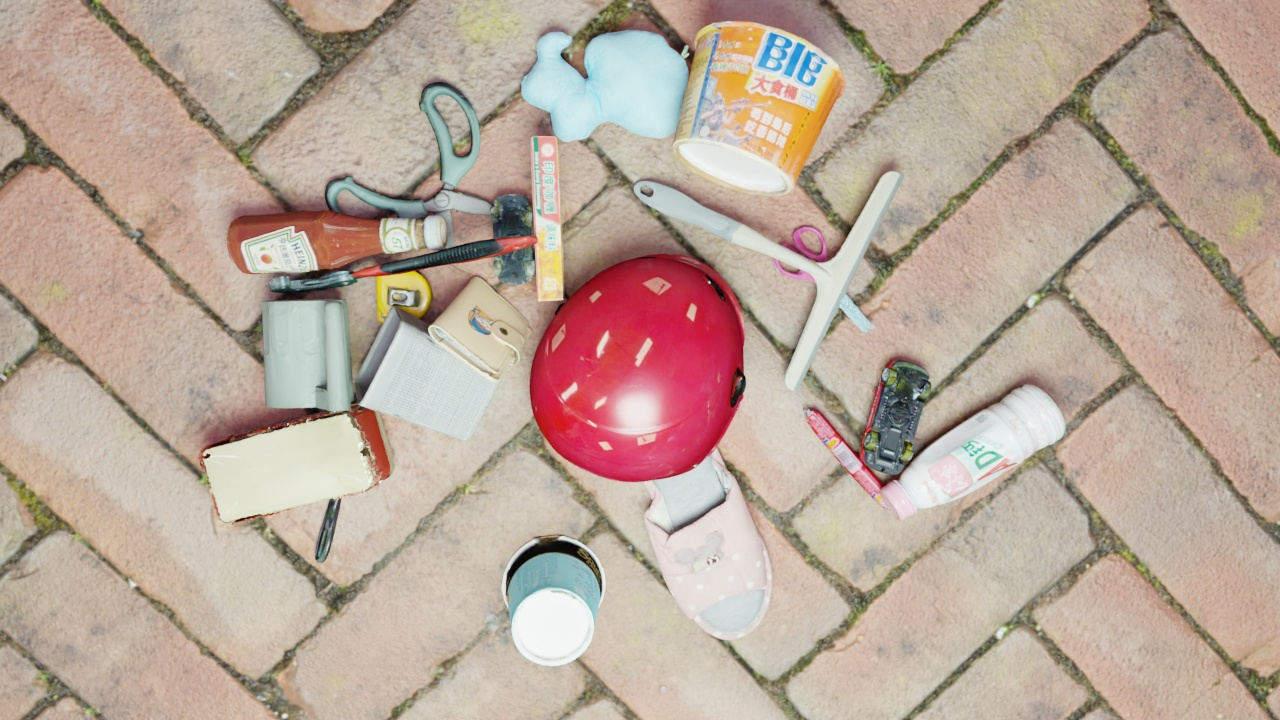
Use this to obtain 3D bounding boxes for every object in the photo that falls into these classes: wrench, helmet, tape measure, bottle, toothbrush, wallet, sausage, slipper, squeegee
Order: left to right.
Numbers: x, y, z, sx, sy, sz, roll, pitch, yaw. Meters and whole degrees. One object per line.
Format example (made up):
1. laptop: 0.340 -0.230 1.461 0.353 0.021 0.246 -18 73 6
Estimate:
1. toothbrush: -0.313 0.127 0.955 0.015 0.018 0.181 16 97 -8
2. bottle: -0.293 -0.118 0.895 0.206 0.059 0.060 -3 97 3
3. tape measure: -0.241 -0.066 0.930 0.057 0.029 0.060 0 97 -4
4. wrench: -0.229 -0.092 0.885 0.274 0.056 0.016 -9 89 11
5. wallet: -0.151 -0.030 0.900 0.087 0.115 0.024 42 117 -11
6. helmet: -0.005 0.005 0.877 0.207 0.144 0.240 24 93 11
7. slipper: 0.063 0.169 0.964 0.114 0.054 0.274 -20 96 -1
8. squeegee: 0.105 -0.126 0.929 0.246 0.039 0.246 25 98 -1
9. sausage: 0.225 0.107 0.984 0.020 0.020 0.156 -42 98 2
10. bottle: 0.344 0.100 0.964 0.197 0.068 0.068 -31 98 -1

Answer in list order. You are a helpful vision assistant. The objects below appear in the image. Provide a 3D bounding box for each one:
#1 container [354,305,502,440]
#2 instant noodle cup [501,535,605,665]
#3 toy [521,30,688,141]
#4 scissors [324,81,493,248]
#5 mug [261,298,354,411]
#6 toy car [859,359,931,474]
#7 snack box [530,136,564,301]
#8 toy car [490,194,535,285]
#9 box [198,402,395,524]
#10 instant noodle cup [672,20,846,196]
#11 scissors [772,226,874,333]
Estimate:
1. container: -0.206 0.016 0.902 0.114 0.090 0.090 26 96 -24
2. instant noodle cup: -0.089 0.247 0.930 0.111 0.120 0.111 0 96 -4
3. toy: -0.026 -0.274 0.909 0.156 0.049 0.161 -39 96 12
4. scissors: -0.230 -0.195 0.921 0.173 0.019 0.170 4 95 -3
5. mug: -0.315 -0.008 0.890 0.083 0.124 0.103 -5 96 -41
6. toy car: 0.265 0.059 0.968 0.053 0.045 0.120 20 87 -8
7. snack box: -0.091 -0.138 0.906 0.027 0.077 0.156 -2 97 -4
8. toy car: -0.129 -0.122 0.928 0.043 0.034 0.090 -4 99 -6
9. box: -0.340 0.104 0.907 0.168 0.079 0.091 -14 96 7
10. instant noodle cup: 0.104 -0.229 0.863 0.151 0.151 0.111 21 86 -6
11. scissors: 0.200 -0.082 0.960 0.135 0.017 0.063 44 89 -3
